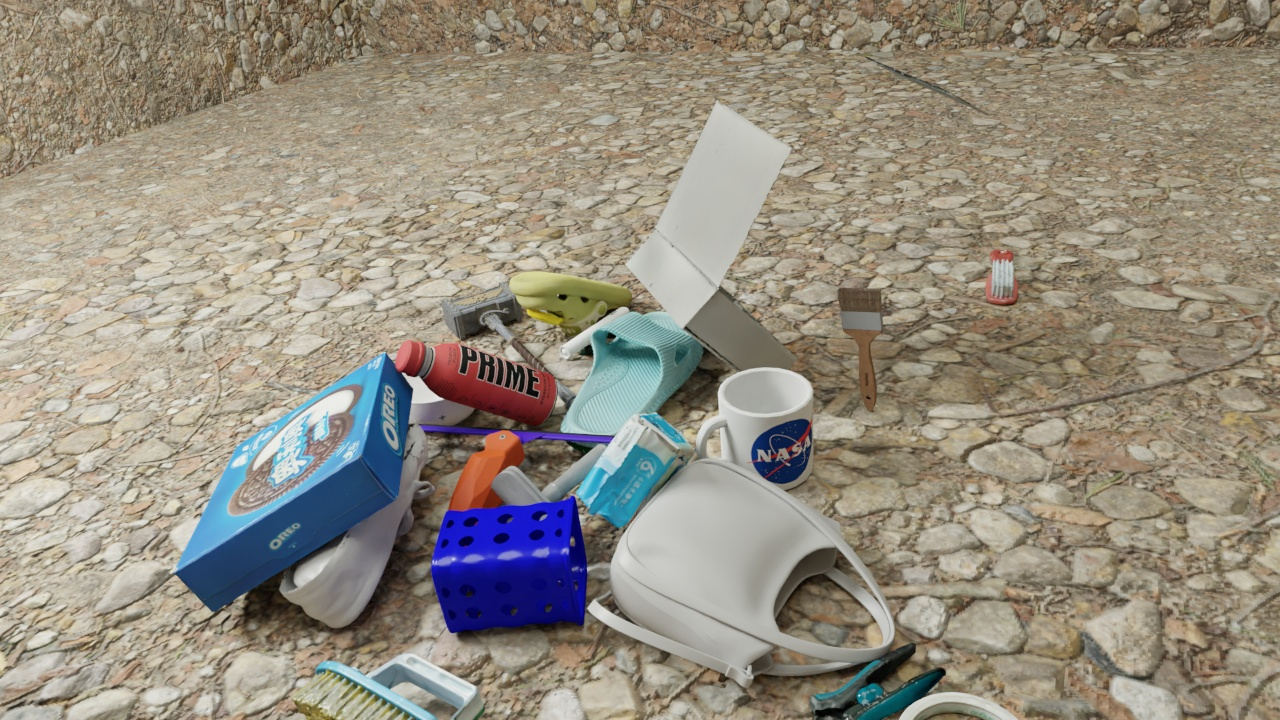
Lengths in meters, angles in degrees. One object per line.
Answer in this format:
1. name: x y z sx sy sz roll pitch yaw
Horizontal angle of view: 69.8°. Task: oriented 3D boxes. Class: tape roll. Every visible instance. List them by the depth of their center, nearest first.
1. tape roll: 0.220 0.266 0.621 0.093 0.013 0.093 -4 30 2

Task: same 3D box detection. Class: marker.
1. marker: -0.057 -0.037 1.182 0.133 0.017 0.020 -37 3 -44

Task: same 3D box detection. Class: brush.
1. brush: -0.189 0.252 0.679 0.136 0.055 0.075 13 39 31
2. brush: 0.239 -0.010 0.974 0.045 0.143 0.008 4 28 33
3. brush: 0.492 -0.125 1.247 0.041 0.030 0.171 5 31 19

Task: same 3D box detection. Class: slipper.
1. slipper: -0.254 0.144 0.865 0.112 0.075 0.246 -11 31 12
2. slipper: -0.006 0.006 1.056 0.116 0.070 0.275 15 39 19
3. slipper: -0.094 -0.074 1.226 0.190 0.081 0.092 2 9 -45

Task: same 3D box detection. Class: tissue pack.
1. tissue pack: 0.001 0.098 0.836 0.062 0.093 0.144 36 4 10

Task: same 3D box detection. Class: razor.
1. razor: -0.070 0.116 0.874 0.088 0.047 0.116 44 49 11

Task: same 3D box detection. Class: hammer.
1. hammer: -0.151 -0.013 1.166 0.098 0.044 0.322 -20 35 -23

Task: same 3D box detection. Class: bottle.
1. bottle: -0.178 0.020 0.994 0.176 0.062 0.062 21 14 -33

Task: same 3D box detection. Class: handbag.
1. handbag: 0.093 0.190 0.746 0.223 0.096 0.215 24 41 23

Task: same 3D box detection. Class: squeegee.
1. squeegee: -0.153 0.121 0.908 0.250 0.055 0.184 2 40 17

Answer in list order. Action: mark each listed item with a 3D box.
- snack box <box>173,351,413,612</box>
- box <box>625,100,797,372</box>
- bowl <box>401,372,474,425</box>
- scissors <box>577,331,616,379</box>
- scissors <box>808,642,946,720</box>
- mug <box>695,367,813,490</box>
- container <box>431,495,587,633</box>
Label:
1. snack box: -0.317 0.104 0.876 0.195 0.056 0.238 -32 25 4
2. box: 0.059 -0.193 0.958 0.148 0.507 0.166 -19 37 -15
3. bowl: -0.236 0.042 1.065 0.105 0.054 0.104 -4 31 2
4. scissors: 0.002 -0.022 1.174 0.209 0.015 0.154 -20 30 -22
5. scissors: 0.161 0.249 0.657 0.139 0.019 0.128 0 30 15
6. mug: 0.111 0.072 0.907 0.121 0.090 0.091 -15 30 -15
7. container: -0.108 0.174 0.775 0.113 0.085 0.084 -6 28 3
